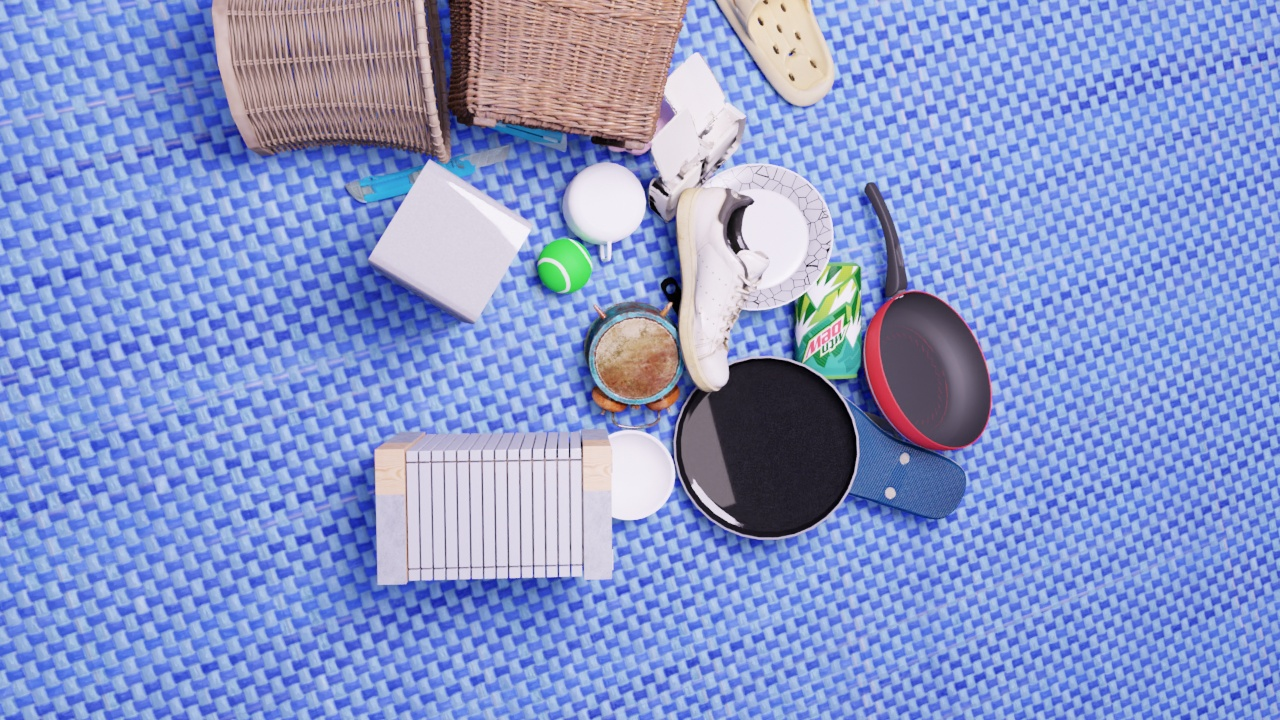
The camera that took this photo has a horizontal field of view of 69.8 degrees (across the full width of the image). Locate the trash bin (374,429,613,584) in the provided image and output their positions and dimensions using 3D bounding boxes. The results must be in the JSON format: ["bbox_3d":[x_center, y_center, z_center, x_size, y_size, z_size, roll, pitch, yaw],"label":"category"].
[{"bbox_3d":[-0.157,0.158,1.033,0.247,0.142,0.142,0,93,-4],"label":"trash bin"}]

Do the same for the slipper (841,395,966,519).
[{"bbox_3d":[0.287,0.122,1.200,0.295,0.060,0.118,25,90,-9],"label":"slipper"}]

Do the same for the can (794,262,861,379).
[{"bbox_3d":[0.238,-0.050,1.165,0.083,0.083,0.144,-2,94,-13],"label":"can"}]

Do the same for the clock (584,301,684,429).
[{"bbox_3d":[-0.007,0.007,1.115,0.121,0.073,0.158,-2,105,-4],"label":"clock"}]

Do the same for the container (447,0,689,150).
[{"bbox_3d":[-0.083,-0.323,0.949,0.249,0.162,0.183,3,105,-22],"label":"container"}]

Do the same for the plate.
[{"bbox_3d":[0.143,-0.153,1.143,0.189,0.016,0.188,-2,79,8],"label":"plate"}]

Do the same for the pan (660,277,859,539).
[{"bbox_3d":[0.122,0.051,1.145,0.225,0.034,0.356,-31,84,10],"label":"pan"}]

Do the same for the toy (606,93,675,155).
[{"bbox_3d":[0.010,-0.294,1.114,0.093,0.050,0.102,16,86,-11],"label":"toy"}]

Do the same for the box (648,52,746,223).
[{"bbox_3d":[0.058,-0.254,1.072,0.066,0.186,0.145,38,79,27],"label":"box"}]

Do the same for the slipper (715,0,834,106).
[{"bbox_3d":[0.168,-0.442,1.131,0.111,0.079,0.261,-34,101,-13],"label":"slipper"}]

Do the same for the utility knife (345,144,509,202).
[{"bbox_3d":[-0.246,-0.221,1.077,0.195,0.015,0.031,-19,102,-13],"label":"utility knife"}]

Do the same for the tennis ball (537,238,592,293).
[{"bbox_3d":[-0.090,-0.112,1.093,0.065,0.065,0.065,-1,93,-14],"label":"tennis ball"}]

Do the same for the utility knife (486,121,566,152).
[{"bbox_3d":[-0.144,-0.275,1.097,0.117,0.015,0.022,12,116,-12],"label":"utility knife"}]

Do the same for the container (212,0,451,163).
[{"bbox_3d":[-0.311,-0.315,0.957,0.196,0.227,0.227,-5,94,-6],"label":"container"}]

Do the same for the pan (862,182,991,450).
[{"bbox_3d":[0.343,-0.055,1.181,0.208,0.067,0.356,-16,82,-37],"label":"pan"}]

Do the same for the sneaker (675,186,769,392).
[{"bbox_3d":[0.102,-0.085,1.072,0.102,0.088,0.241,-2,93,25],"label":"sneaker"}]

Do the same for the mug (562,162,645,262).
[{"bbox_3d":[-0.044,-0.176,1.099,0.094,0.068,0.115,-3,94,-13],"label":"mug"}]

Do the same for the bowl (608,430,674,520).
[{"bbox_3d":[-0.014,0.139,1.135,0.110,0.040,0.110,0,93,-4],"label":"bowl"}]

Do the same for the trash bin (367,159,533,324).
[{"bbox_3d":[-0.205,-0.118,0.981,0.114,0.229,0.114,31,86,-13],"label":"trash bin"}]
